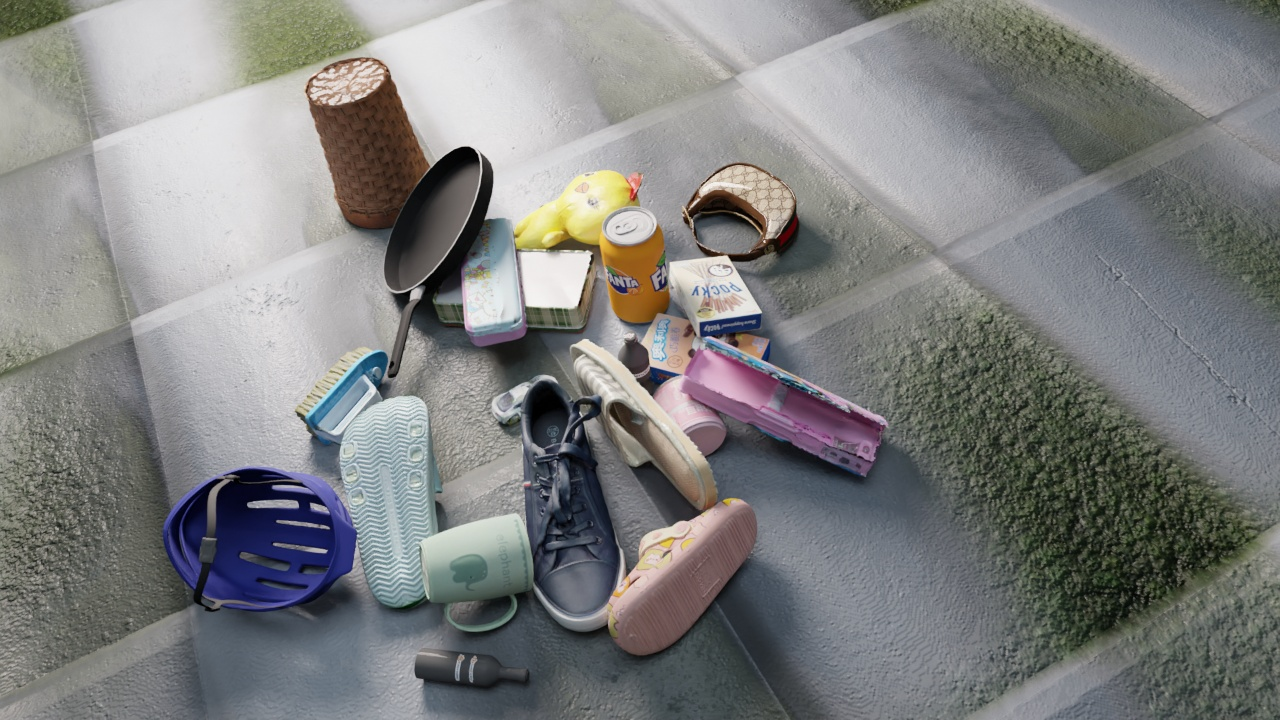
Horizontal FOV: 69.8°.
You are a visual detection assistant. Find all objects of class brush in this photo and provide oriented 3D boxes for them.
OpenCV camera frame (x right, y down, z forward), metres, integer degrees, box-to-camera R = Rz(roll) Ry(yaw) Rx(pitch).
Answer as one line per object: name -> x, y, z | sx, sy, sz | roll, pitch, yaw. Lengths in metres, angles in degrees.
brush -> -0.355, 0.040, 1.139 | 0.075, 0.055, 0.135 | 17, 55, 26

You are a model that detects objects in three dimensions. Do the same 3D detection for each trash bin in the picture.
trash bin -> -0.400, -0.319, 1.339 | 0.151, 0.210, 0.151 | -4, 50, 5

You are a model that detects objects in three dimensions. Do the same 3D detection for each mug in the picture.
mug -> -0.168, 0.222, 0.944 | 0.104, 0.084, 0.111 | -9, 90, -21

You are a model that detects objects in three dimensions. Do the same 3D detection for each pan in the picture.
pan -> -0.283, -0.131, 1.222 | 0.226, 0.034, 0.355 | -21, 52, 41

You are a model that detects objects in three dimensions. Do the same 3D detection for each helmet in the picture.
helmet -> -0.410, 0.180, 0.929 | 0.242, 0.227, 0.147 | 4, 82, 14

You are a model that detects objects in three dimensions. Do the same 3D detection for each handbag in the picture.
handbag -> 0.134, -0.201, 1.272 | 0.138, 0.063, 0.166 | -42, 57, -13

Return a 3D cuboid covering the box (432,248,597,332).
box -> -0.165, -0.097, 1.232 | 0.206, 0.050, 0.117 | 2, 49, 9

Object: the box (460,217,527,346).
box -> -0.193, -0.108, 1.188 | 0.076, 0.036, 0.213 | -12, 48, -2

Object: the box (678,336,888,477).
box -> 0.165, 0.035, 1.019 | 0.230, 0.077, 0.084 | 25, 43, 8

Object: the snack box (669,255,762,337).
snack box -> 0.093, -0.084, 1.173 | 0.082, 0.026, 0.150 | -8, 36, -10

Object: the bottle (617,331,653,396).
bottle -> -0.006, 0.006, 1.084 | 0.036, 0.110, 0.036 | -4, 51, 4

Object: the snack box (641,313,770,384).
snack box -> 0.075, -0.003, 1.130 | 0.151, 0.034, 0.087 | 15, 53, 19

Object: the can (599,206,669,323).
can -> -0.006, -0.119, 1.165 | 0.079, 0.143, 0.079 | -4, 51, 4

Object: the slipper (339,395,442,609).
slipper -> -0.272, 0.157, 1.027 | 0.104, 0.074, 0.245 | -12, 66, -2

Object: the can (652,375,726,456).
can -> 0.056, 0.066, 1.056 | 0.067, 0.067, 0.076 | -18, 50, -7

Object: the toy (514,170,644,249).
toy -> -0.085, -0.201, 1.283 | 0.208, 0.092, 0.133 | -14, 40, 8

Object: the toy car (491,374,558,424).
toy car -> -0.140, 0.045, 1.125 | 0.089, 0.027, 0.038 | -29, 51, -15

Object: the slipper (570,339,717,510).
slipper -> -0.007, 0.072, 1.024 | 0.054, 0.114, 0.272 | -33, 49, -16

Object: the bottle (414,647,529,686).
bottle -> -0.166, 0.307, 0.913 | 0.113, 0.030, 0.030 | 3, 51, 10

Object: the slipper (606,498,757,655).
slipper -> 0.035, 0.212, 0.937 | 0.196, 0.093, 0.082 | -38, 36, -24

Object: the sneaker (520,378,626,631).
sneaker -> -0.080, 0.137, 0.981 | 0.120, 0.127, 0.294 | -14, 53, -2
